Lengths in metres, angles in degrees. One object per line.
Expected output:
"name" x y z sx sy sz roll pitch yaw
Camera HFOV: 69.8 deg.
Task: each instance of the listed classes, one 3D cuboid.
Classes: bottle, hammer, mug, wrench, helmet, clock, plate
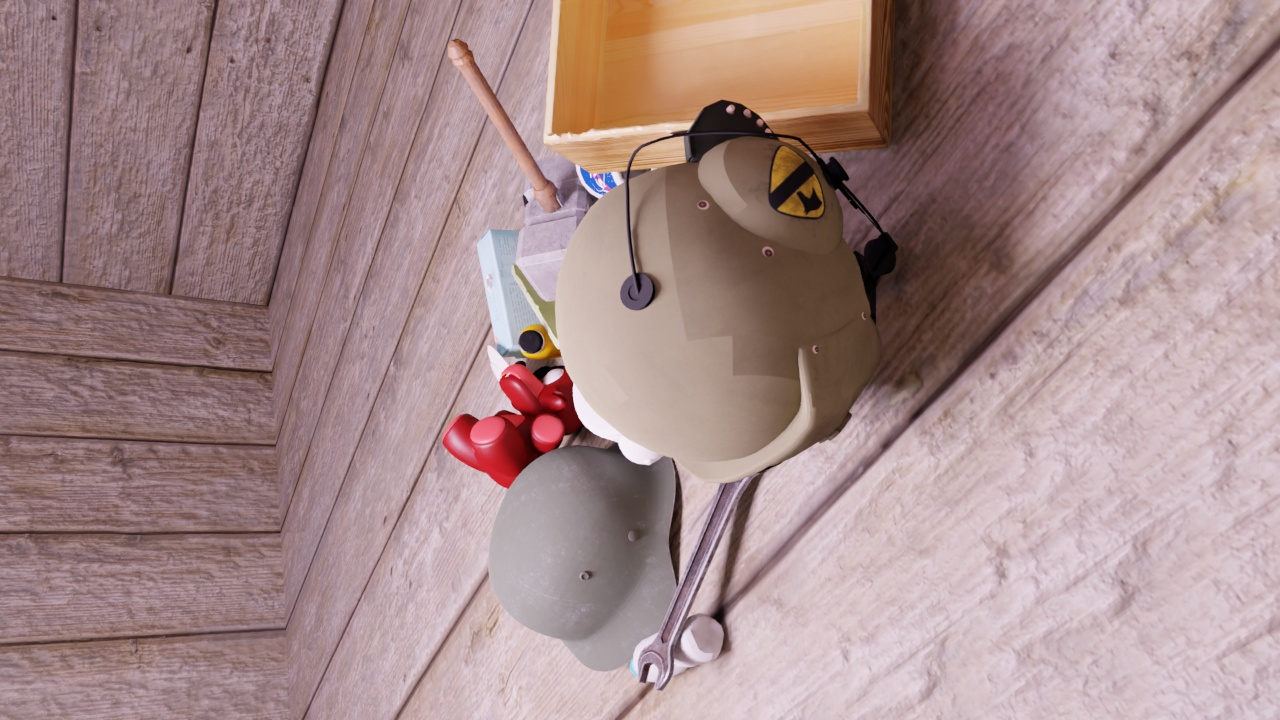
"bottle" -0.121 -0.023 1.137 0.143 0.043 0.043 -9 -74 -83
"hammer" -0.126 -0.221 0.995 0.083 0.318 0.162 -9 56 17
"mug" -0.018 -0.237 1.010 0.090 0.091 0.121 15 133 59
"wrench" 0.057 0.182 0.852 0.070 0.010 0.273 30 98 62
"bottle" 0.030 0.286 0.903 0.137 0.044 0.044 -44 49 48
"helmet" 0.063 -0.032 0.672 0.251 0.255 0.232 -40 49 52
"helmet" -0.074 0.190 0.991 0.268 0.153 0.227 -60 35 9
"clock" -0.013 0.024 0.958 0.125 0.072 0.161 -55 47 11
"plate" -0.172 0.039 1.237 0.134 0.011 0.135 50 165 19

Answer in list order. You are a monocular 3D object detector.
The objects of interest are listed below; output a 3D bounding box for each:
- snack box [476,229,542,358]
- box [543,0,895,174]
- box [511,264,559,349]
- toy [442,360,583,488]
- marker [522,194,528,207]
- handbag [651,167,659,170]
"snack box" -0.167 -0.092 1.250 0.053 0.074 0.174 -33 66 52
"box" 0.019 -0.330 0.662 0.280 0.336 0.286 0 82 27
"box" -0.079 -0.093 1.122 0.188 0.097 0.082 53 130 45
"toy" -0.126 0.061 1.093 0.120 0.196 0.159 54 154 -14
"marker" -0.149 -0.185 1.314 0.016 0.016 0.140 -50 45 44
"handbag" 0.051 -0.250 0.889 0.117 0.113 0.186 111 147 -79
